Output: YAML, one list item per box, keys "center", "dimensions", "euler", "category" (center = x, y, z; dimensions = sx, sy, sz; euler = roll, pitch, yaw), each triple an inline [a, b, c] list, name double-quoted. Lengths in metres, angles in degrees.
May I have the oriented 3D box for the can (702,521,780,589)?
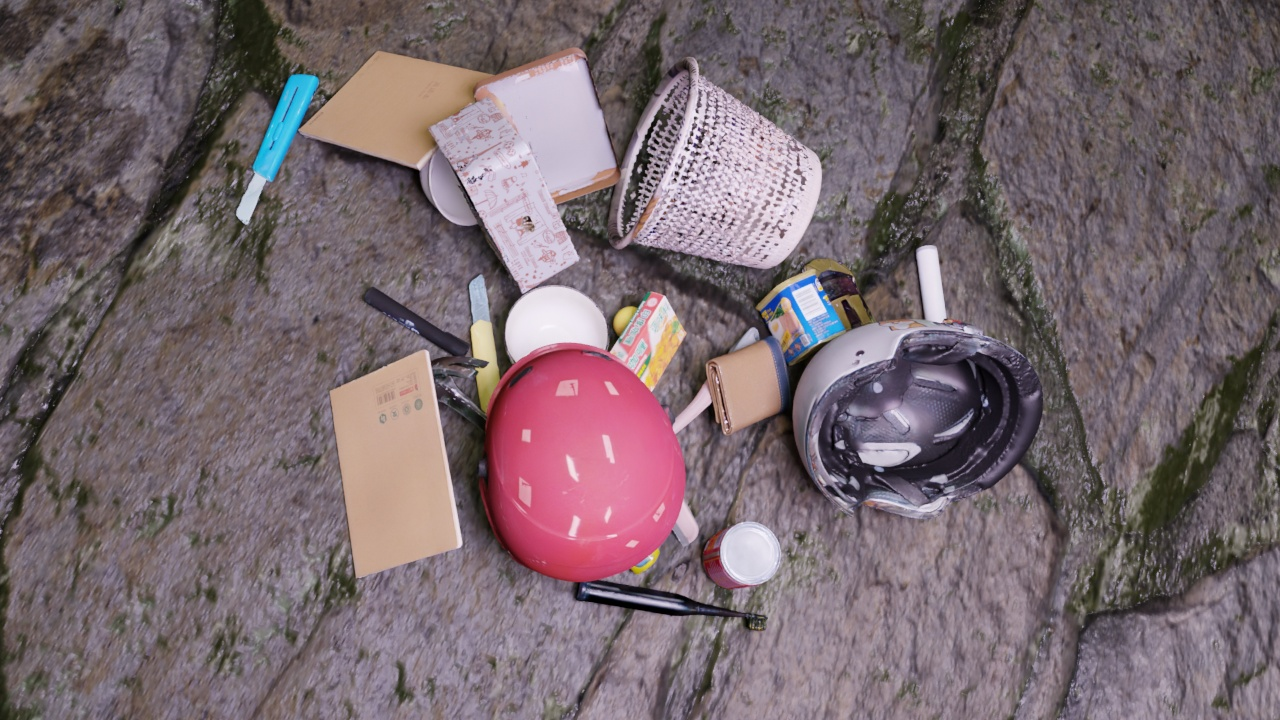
- center: [0.106, 0.211, 0.989]
  dimensions: [0.066, 0.094, 0.066]
  euler: [3, 73, -9]
  category: "can"

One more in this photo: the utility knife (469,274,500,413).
- center: [-0.174, -0.001, 1.045]
  dimensions: [0.031, 0.021, 0.206]
  euler: [-7, 81, -15]
  category: "utility knife"

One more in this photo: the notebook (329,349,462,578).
- center: [-0.260, 0.108, 0.956]
  dimensions: [0.148, 0.008, 0.207]
  euler: [-21, 74, 27]
  category: "notebook"

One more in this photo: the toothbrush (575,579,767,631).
- center: [0.036, 0.266, 0.997]
  dimensions: [0.212, 0.026, 0.027]
  euler: [12, 59, -6]
  category: "toothbrush"

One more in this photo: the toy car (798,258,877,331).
- center: [0.247, -0.057, 1.122]
  dimensions: [0.070, 0.042, 0.158]
  euler: [-21, 75, -15]
  category: "toy car"

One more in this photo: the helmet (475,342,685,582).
- center: [-0.052, 0.100, 0.887]
  dimensions: [0.206, 0.144, 0.240]
  euler: [-14, 94, -12]
  category: "helmet"

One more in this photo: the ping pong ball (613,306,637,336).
- center: [-0.012, -0.043, 1.073]
  dimensions: [0.040, 0.040, 0.040]
  euler: [3, 73, -9]
  category: "ping pong ball"

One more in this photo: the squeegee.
- center: [0.072, 0.036, 1.040]
  dimensions: [0.248, 0.040, 0.248]
  euler: [-44, 111, -31]
  category: "squeegee"

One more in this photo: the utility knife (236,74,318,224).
- center: [-0.430, -0.251, 1.079]
  dimensions: [0.034, 0.018, 0.204]
  euler: [17, 73, -5]
  category: "utility knife"

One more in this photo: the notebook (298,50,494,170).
- center: [-0.282, -0.295, 1.063]
  dimensions: [0.212, 0.012, 0.149]
  euler: [21, 66, 32]
  category: "notebook"

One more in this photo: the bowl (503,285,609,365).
- center: [-0.097, -0.020, 1.039]
  dimensions: [0.116, 0.066, 0.116]
  euler: [3, 72, -8]
  category: "bowl"

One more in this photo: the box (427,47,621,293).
- center: [-0.101, -0.212, 1.013]
  dimensions: [0.193, 0.183, 0.157]
  euler: [-29, 49, -5]
  category: "box"

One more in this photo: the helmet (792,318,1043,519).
- center: [0.286, 0.049, 1.027]
  dimensions: [0.273, 0.157, 0.230]
  euler: [-6, 117, -18]
  category: "helmet"

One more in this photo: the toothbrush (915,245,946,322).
- center: [0.370, -0.038, 1.143]
  dimensions: [0.027, 0.026, 0.220]
  euler: [-7, 73, 16]
  category: "toothbrush"

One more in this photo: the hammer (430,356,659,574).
- center: [-0.110, 0.114, 0.984]
  dimensions: [0.323, 0.126, 0.031]
  euler: [40, 44, -3]
  category: "hammer"

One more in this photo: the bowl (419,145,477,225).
- center: [-0.218, -0.221, 1.073]
  dimensions: [0.065, 0.118, 0.118]
  euler: [19, 66, 37]
  category: "bowl"

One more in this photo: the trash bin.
- center: [0.092, -0.206, 1.063]
  dimensions: [0.192, 0.228, 0.227]
  euler: [19, 71, -17]
  category: "trash bin"

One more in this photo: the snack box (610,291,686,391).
- center: [-0.006, 0.006, 1.042]
  dimensions: [0.027, 0.077, 0.155]
  euler: [18, 67, 34]
  category: "snack box"

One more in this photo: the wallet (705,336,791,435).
- center: [0.125, 0.028, 1.045]
  dimensions: [0.115, 0.033, 0.090]
  euler: [-20, 101, -44]
  category: "wallet"

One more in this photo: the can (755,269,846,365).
- center: [0.188, -0.048, 1.078]
  dimensions: [0.057, 0.102, 0.083]
  euler: [-24, 81, -16]
  category: "can"

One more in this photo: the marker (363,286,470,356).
- center: [-0.254, -0.043, 1.044]
  dimensions: [0.132, 0.020, 0.022]
  euler: [31, 54, 0]
  category: "marker"
